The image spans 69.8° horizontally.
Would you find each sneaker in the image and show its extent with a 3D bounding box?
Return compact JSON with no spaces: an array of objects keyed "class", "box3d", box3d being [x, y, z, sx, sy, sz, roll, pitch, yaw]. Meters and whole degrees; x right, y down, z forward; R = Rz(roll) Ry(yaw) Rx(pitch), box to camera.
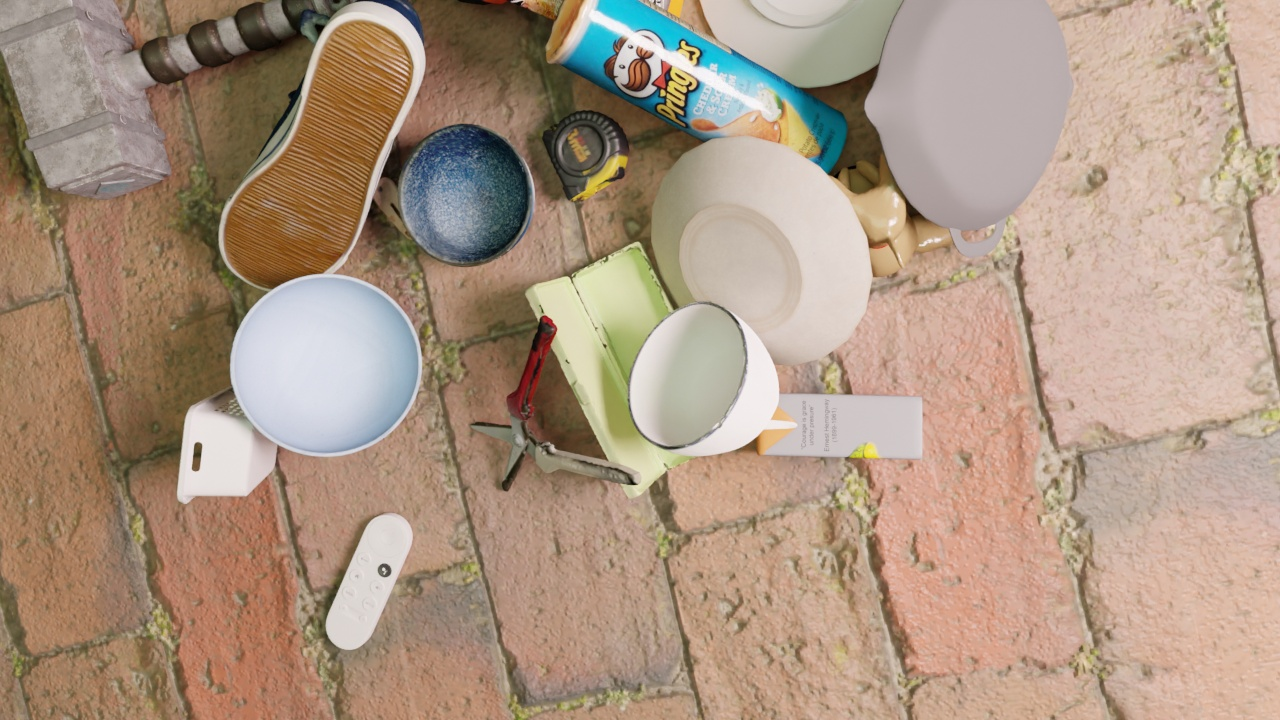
[{"class":"sneaker","box3d":[-0.265,-0.185,0.767,0.120,0.127,0.295,28,123,-21]}]

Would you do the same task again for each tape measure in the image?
[{"class":"tape measure","box3d":[-0.042,-0.175,0.760,0.063,0.038,0.067,-27,87,19]}]

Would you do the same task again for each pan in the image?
[{"class":"pan","box3d":[0.240,-0.249,0.634,0.216,0.024,0.355,-14,106,-28]}]

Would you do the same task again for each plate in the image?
[{"class":"plate","box3d":[0.081,-0.074,0.698,0.189,0.027,0.189,21,130,27]},{"class":"plate","box3d":[0.127,-0.311,0.680,0.209,0.015,0.209,9,107,33]}]

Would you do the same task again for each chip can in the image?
[{"class":"chip can","box3d":[0.044,-0.204,0.683,0.229,0.080,0.080,22,99,-24]}]

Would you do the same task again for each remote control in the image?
[{"class":"remote control","box3d":[-0.247,0.201,0.836,0.043,0.013,0.136,26,98,6]}]

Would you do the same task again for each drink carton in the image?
[{"class":"drink carton","box3d":[0.154,0.052,0.727,0.125,0.076,0.048,1,85,7]}]

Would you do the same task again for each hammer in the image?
[{"class":"hammer","box3d":[-0.379,-0.270,0.793,0.326,0.079,0.177,-17,92,5]}]

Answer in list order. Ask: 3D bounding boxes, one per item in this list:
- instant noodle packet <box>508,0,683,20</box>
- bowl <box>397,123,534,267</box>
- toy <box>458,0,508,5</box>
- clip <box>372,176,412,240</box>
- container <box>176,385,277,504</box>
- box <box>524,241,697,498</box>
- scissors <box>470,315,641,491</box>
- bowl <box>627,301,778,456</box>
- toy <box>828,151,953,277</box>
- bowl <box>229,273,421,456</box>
[{"class":"instant noodle packet","box3d":[-0.041,-0.326,0.677,0.032,0.220,0.160,20,100,47]},{"class":"bowl","box3d":[-0.137,-0.134,0.766,0.114,0.060,0.114,1,94,11]},{"class":"toy","box3d":[-0.115,-0.333,0.719,0.119,0.100,0.097,0,54,40]},{"class":"clip","box3d":[-0.209,-0.132,0.789,0.024,0.041,0.060,-32,84,12]},{"class":"container","box3d":[-0.350,0.072,0.792,0.049,0.129,0.081,8,96,-9]},{"class":"box","box3d":[-0.011,0.007,0.758,0.130,0.064,0.188,-28,91,-32]},{"class":"scissors","box3d":[-0.072,0.060,0.737,0.179,0.015,0.199,38,132,24]},{"class":"bowl","box3d":[0.053,0.020,0.695,0.117,0.065,0.116,-22,57,37]},{"class":"toy","box3d":[0.176,-0.106,0.696,0.134,0.108,0.105,-23,78,10]},{"class":"bowl","box3d":[-0.268,0.007,0.780,0.150,0.075,0.150,3,83,-23]}]
